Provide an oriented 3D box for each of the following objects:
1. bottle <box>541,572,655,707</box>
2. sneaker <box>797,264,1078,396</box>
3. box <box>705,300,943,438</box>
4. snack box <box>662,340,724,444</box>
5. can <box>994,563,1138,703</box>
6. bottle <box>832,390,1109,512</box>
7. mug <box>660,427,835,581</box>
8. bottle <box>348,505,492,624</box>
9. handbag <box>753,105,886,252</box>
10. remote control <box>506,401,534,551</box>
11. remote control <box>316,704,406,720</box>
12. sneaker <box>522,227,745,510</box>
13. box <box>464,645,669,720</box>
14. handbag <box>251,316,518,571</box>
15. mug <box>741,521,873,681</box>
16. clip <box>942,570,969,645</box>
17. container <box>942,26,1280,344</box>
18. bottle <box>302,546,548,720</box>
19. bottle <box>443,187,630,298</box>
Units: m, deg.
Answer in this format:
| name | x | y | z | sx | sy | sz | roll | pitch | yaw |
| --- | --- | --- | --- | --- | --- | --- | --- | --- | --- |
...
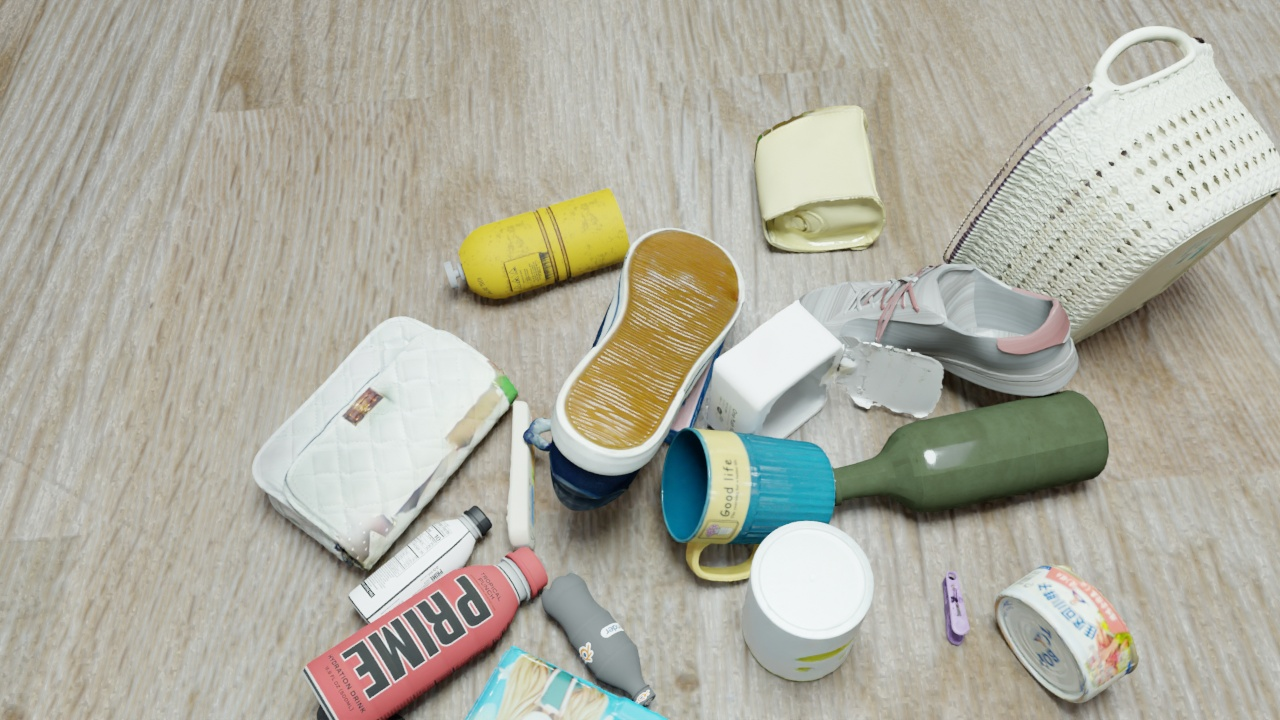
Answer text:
| name | x | y | z | sx | sy | sz | roll | pitch | yaw |
| --- | --- | --- | --- | --- | --- | --- | --- | --- | --- |
| bottle | -0.029 | 0.204 | 0.665 | 0.036 | 0.036 | 0.110 | -35 | 62 | -17 |
| sneaker | 0.228 | -0.042 | 0.743 | 0.236 | 0.089 | 0.099 | 12 | 50 | 31 |
| box | 0.143 | 0.013 | 0.734 | 0.189 | 0.112 | 0.101 | -17 | 60 | -8 |
| snack box | 0.022 | -0.005 | 0.795 | 0.088 | 0.033 | 0.153 | 15 | 60 | 13 |
| can | 0.288 | 0.186 | 0.626 | 0.043 | 0.086 | 0.086 | -28 | 60 | -13 |
| bottle | 0.245 | 0.076 | 0.707 | 0.207 | 0.071 | 0.071 | -11 | 58 | -3 |
| mug | 0.076 | 0.110 | 0.685 | 0.107 | 0.114 | 0.083 | 6 | 12 | -23 |
| bottle | -0.164 | 0.156 | 0.702 | 0.115 | 0.041 | 0.041 | -40 | 64 | -19 |
| handbag | 0.166 | -0.169 | 0.866 | 0.111 | 0.081 | 0.119 | -7 | 59 | 8 |
| remote control | -0.095 | 0.092 | 0.739 | 0.018 | 0.038 | 0.125 | -4 | 58 | 1 |
| remote control | -0.162 | 0.275 | 0.642 | 0.147 | 0.015 | 0.033 | 25 | 63 | 18 |
| sneaker | -0.004 | 0.004 | 0.731 | 0.121 | 0.127 | 0.293 | 23 | 45 | 3 |
| box | -0.010 | 0.278 | 0.604 | 0.227 | 0.039 | 0.093 | 22 | 53 | 13 |
| handbag | -0.210 | 0.060 | 0.747 | 0.139 | 0.073 | 0.194 | 28 | 64 | 19 |
| mug | 0.113 | 0.168 | 0.637 | 0.082 | 0.106 | 0.082 | -2 | 57 | 3 |
| clip | 0.230 | 0.179 | 0.671 | 0.013 | 0.033 | 0.051 | 1 | 57 | 5 |
| container | 0.369 | -0.121 | 0.731 | 0.184 | 0.252 | 0.143 | -27 | 70 | -16 |
| bottle | -0.146 | 0.195 | 0.658 | 0.176 | 0.062 | 0.062 | -31 | 60 | -26 |
| bottle | -0.097 | -0.101 | 0.842 | 0.163 | 0.071 | 0.071 | -18 | 58 | -8 |
